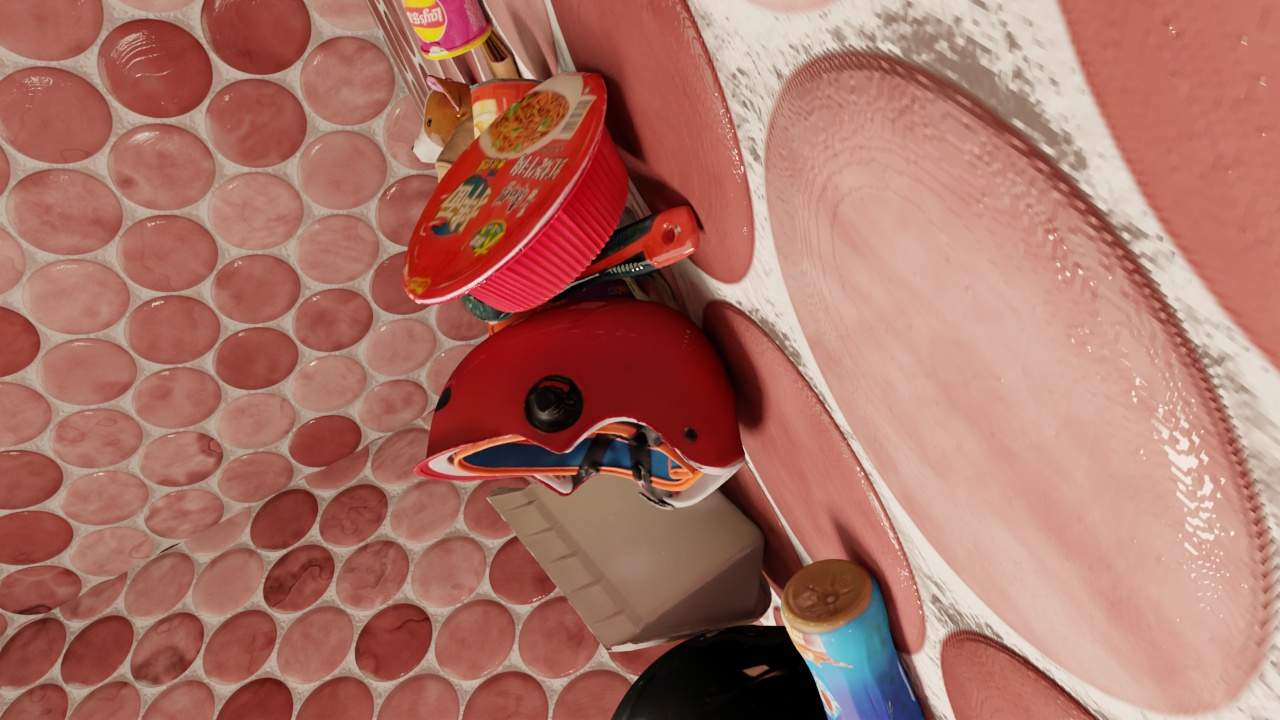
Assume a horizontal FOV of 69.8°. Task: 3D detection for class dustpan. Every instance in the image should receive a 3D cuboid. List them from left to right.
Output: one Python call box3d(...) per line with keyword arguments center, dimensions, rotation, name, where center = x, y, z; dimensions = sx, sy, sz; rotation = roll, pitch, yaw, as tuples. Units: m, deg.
box3d(center=(0.013, 0.200, 0.923), dimensions=(0.223, 0.257, 0.143), rotation=(41, 141, 40), name="dustpan")

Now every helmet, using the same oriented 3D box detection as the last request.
box3d(center=(-0.042, 0.026, 0.688), dimensions=(0.207, 0.240, 0.143), rotation=(95, 177, -73), name="helmet")
box3d(center=(0.082, 0.341, 0.770), dimensions=(0.233, 0.275, 0.230), rotation=(56, -149, -73), name="helmet")

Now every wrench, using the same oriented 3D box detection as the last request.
box3d(center=(-0.056, -0.065, 0.659), dimensions=(0.274, 0.016, 0.056), rotation=(-7, 91, 48), name="wrench")

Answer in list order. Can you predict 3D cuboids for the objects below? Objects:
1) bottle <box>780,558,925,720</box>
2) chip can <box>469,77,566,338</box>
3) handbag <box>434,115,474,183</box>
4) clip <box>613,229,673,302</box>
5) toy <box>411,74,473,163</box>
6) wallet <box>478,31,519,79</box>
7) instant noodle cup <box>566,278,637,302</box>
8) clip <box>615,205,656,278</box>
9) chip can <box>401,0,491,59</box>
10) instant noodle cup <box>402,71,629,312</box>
box3d(center=(0.157, 0.234, 0.629), dimensions=(0.219, 0.065, 0.065), rotation=(66, 171, -26), name="bottle")
box3d(center=(-0.099, -0.119, 0.763), dimensions=(0.073, 0.073, 0.216), rotation=(-157, 64, -78), name="chip can")
box3d(center=(-0.141, -0.170, 0.945), dimensions=(0.148, 0.099, 0.204), rotation=(31, 176, -8), name="handbag")
box3d(center=(-0.009, -0.090, 0.753), dimensions=(0.103, 0.092, 0.035), rotation=(22, 156, 17), name="clip")
box3d(center=(-0.237, -0.281, 1.225), dimensions=(0.140, 0.130, 0.200), rotation=(-124, 17, -72), name="toy")
box3d(center=(-0.136, -0.280, 0.924), dimensions=(0.115, 0.020, 0.101), rotation=(59, 173, 43), name="wallet")
box3d(center=(-0.062, -0.080, 0.853), dimensions=(0.111, 0.111, 0.099), rotation=(148, 103, -82), name="instant noodle cup")
box3d(center=(-0.005, -0.093, 0.710), dimensions=(0.039, 0.026, 0.058), rotation=(117, 134, -66), name="clip")
box3d(center=(-0.206, -0.384, 0.823), dimensions=(0.071, 0.071, 0.211), rotation=(53, 168, 49), name="chip can")
box3d(center=(-0.075, -0.104, 0.625), dimensions=(0.066, 0.194, 0.194), rotation=(38, -173, -33), name="instant noodle cup")
